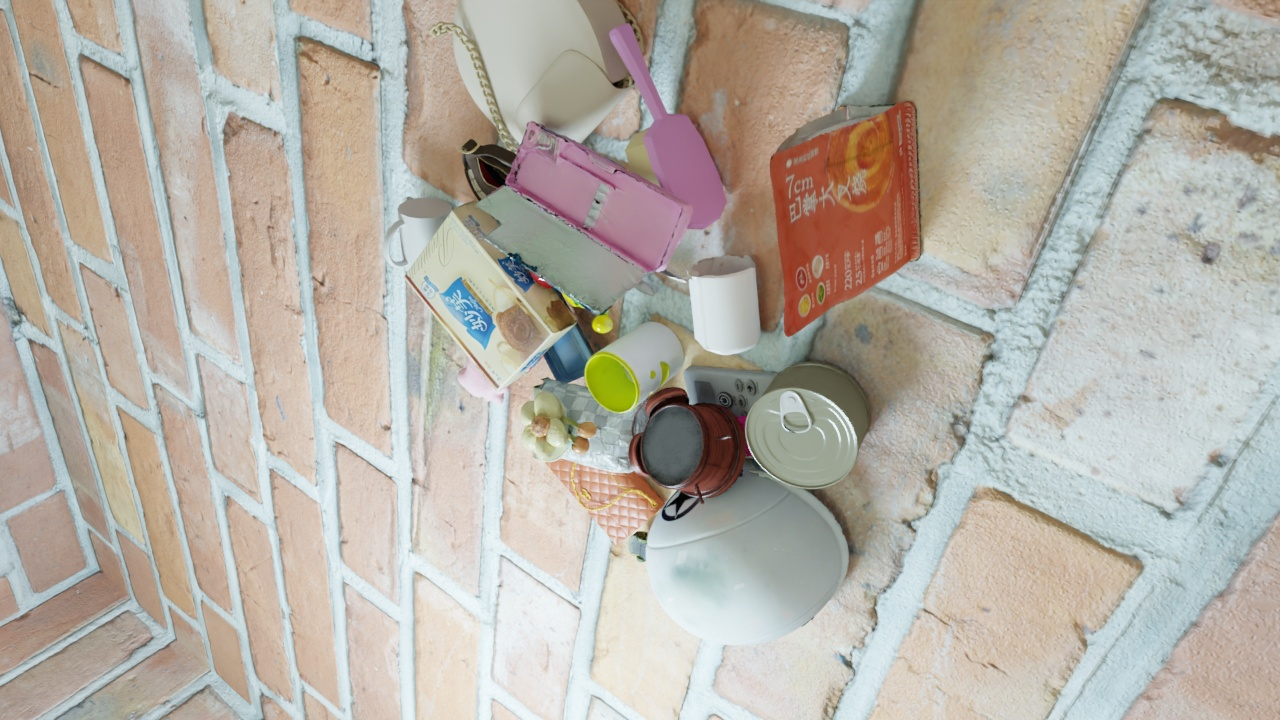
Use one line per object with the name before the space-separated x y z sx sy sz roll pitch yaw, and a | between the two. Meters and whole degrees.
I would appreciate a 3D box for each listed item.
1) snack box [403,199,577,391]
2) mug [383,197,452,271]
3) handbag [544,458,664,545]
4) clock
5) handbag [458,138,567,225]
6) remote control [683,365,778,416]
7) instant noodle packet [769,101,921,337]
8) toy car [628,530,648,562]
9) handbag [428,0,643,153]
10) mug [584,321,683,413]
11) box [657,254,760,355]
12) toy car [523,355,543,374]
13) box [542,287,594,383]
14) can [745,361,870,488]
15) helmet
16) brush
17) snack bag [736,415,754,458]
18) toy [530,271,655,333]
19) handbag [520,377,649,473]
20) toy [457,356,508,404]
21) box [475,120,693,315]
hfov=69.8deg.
snack box | -0.201 -0.082 1.209 0.207 0.055 0.154 51 130 2
mug | -0.316 -0.172 1.303 0.073 0.105 0.090 33 132 37
handbag | -0.055 0.173 1.328 0.172 0.060 0.109 48 131 6
clock | 0.049 0.101 1.123 0.158 0.072 0.120 29 101 42
handbag | -0.153 -0.216 1.137 0.166 0.063 0.138 33 161 21
remote control | 0.123 0.048 1.134 0.151 0.019 0.074 5 117 37
instant noodle packet | 0.180 -0.133 0.841 0.084 0.220 0.164 8 119 34
toy car | 0.033 0.279 1.332 0.105 0.032 0.048 19 130 20
handbag | -0.117 -0.349 1.040 0.208 0.103 0.211 52 137 -4
mug | -0.007 0.007 1.155 0.083 0.105 0.083 20 126 29
box | 0.065 -0.071 1.037 0.083 0.143 0.137 -119 21 -64
toy car | -0.188 -0.055 1.297 0.055 0.056 0.153 -28 102 26
box | -0.118 -0.069 1.246 0.121 0.049 0.209 -17 104 57
can | 0.191 0.072 1.040 0.128 0.073 0.128 12 120 22
helmet | 0.119 0.262 1.164 0.265 0.163 0.236 -16 105 43
brush | 0.017 -0.247 0.993 0.043 0.089 0.229 -12 110 47
snack bag | 0.091 0.101 1.177 0.197 0.016 0.070 -7 122 46
toy | -0.061 -0.090 1.135 0.131 0.124 0.097 20 97 47
handbag | -0.073 0.090 1.216 0.172 0.123 0.112 7 98 25
toy | -0.234 0.022 1.387 0.093 0.050 0.103 41 130 17
box | -0.070 -0.151 0.993 0.230 0.158 0.066 34 176 27
